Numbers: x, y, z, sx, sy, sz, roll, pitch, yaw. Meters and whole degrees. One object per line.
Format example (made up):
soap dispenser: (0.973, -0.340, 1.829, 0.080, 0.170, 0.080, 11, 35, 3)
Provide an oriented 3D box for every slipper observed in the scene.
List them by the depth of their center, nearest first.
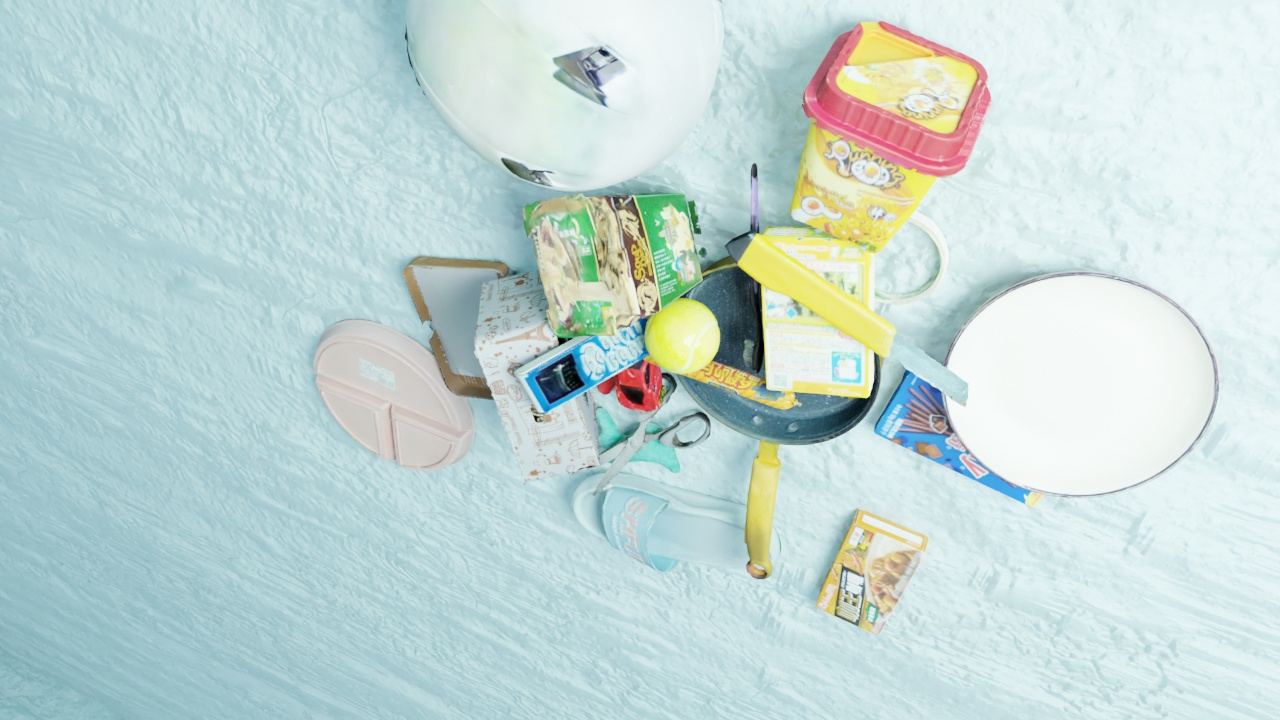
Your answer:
slipper: (0.034, 0.196, 1.027, 0.246, 0.074, 0.104, 8, 130, 22)

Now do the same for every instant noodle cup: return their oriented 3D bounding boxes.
instant noodle cup: (0.168, -0.152, 0.652, 0.116, 0.115, 0.124, 26, 145, 8)

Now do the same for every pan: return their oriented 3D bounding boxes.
pan: (0.121, 0.064, 0.868, 0.198, 0.078, 0.358, 11, 130, 22)

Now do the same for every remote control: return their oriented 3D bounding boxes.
remote control: (-0.047, -0.001, 0.814, 0.024, 0.125, 0.049, 51, 169, 54)

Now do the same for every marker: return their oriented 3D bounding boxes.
marker: (-0.006, -0.010, 0.921, 0.017, 0.017, 0.146, 38, 134, -3)

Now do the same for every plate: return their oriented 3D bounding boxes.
plate: (0.337, 0.016, 0.718, 0.193, 0.038, 0.193, 9, 117, 18)
plate: (-0.310, 0.051, 1.133, 0.230, 0.028, 0.230, 16, 131, 18)

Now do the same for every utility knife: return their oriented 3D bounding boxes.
utility knife: (0.161, -0.033, 0.710, 0.223, 0.015, 0.033, 35, 125, 4)

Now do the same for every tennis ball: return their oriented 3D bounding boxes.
tennis ball: (0.036, -0.021, 0.791, 0.065, 0.065, 0.066, 15, 131, 18)

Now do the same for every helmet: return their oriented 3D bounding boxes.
helmet: (-0.080, -0.233, 0.692, 0.258, 0.145, 0.230, 39, 134, -4)

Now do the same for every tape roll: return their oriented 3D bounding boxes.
tape roll: (0.205, -0.084, 0.745, 0.086, 0.013, 0.086, 15, 131, 18)

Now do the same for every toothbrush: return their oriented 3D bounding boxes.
toothbrush: (0.093, -0.072, 0.761, 0.017, 0.014, 0.189, 16, 126, 32)

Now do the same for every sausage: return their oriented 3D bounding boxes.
sausage: (0.067, 0.012, 0.821, 0.165, 0.021, 0.021, 19, 133, 23)

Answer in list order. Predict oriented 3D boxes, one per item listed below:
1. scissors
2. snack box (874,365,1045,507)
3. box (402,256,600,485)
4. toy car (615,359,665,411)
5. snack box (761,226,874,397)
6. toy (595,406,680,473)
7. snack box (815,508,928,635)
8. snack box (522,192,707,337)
scissors: (0.000, 0.086, 0.962, 0.164, 0.014, 0.164, 10, 111, 17)
snack box: (0.295, 0.063, 0.805, 0.157, 0.026, 0.085, 26, 133, 9)
box: (-0.132, -0.007, 0.943, 0.269, 0.136, 0.180, 32, 145, 47)
toy car: (-0.005, 0.005, 0.900, 0.049, 0.031, 0.106, 9, 128, 20)
snack box: (0.144, -0.039, 0.745, 0.087, 0.033, 0.140, 4, 122, 21)
toy: (-0.011, 0.088, 0.995, 0.092, 0.030, 0.096, -11, 116, 31)
snack box: (0.241, 0.224, 0.967, 0.075, 0.026, 0.154, 22, 133, 13)
snack box: (-0.017, -0.089, 0.781, 0.118, 0.105, 0.118, 1, 108, 47)
